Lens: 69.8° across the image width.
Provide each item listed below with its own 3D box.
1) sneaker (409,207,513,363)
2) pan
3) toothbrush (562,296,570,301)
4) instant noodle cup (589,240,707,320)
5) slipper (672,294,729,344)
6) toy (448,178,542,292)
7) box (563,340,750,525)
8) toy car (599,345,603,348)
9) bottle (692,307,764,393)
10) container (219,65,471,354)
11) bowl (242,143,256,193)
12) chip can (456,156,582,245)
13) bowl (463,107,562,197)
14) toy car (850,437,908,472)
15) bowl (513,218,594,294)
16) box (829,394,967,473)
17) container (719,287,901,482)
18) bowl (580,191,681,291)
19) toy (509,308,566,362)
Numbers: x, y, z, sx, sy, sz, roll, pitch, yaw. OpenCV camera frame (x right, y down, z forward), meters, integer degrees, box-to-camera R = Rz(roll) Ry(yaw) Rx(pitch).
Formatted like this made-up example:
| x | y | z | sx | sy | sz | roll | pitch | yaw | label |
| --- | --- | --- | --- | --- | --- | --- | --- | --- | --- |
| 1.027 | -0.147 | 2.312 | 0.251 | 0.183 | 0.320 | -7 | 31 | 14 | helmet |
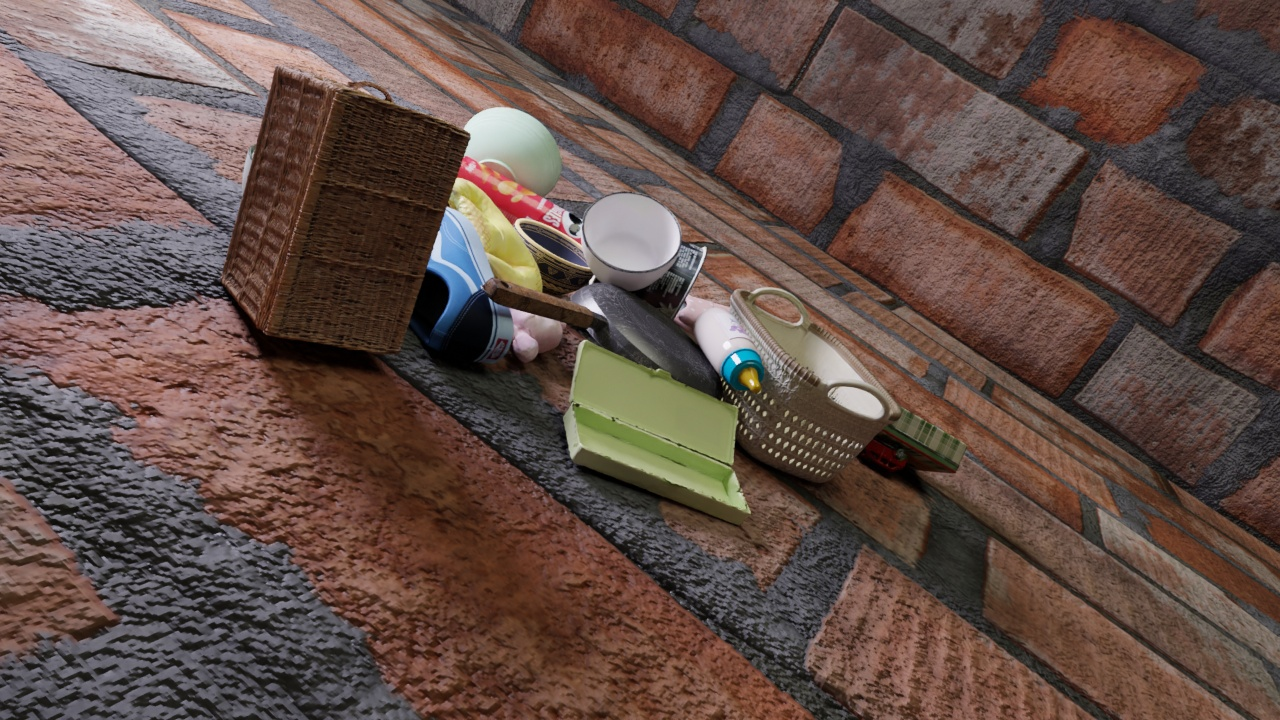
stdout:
| x | y | z | sx | sy | sz | roll | pitch | yaw | label |
| --- | --- | --- | --- | --- | --- | --- | --- | --- | --- |
| -0.205 | -0.090 | 0.871 | 0.098 | 0.083 | 0.241 | 15 | 27 | -41 | sneaker |
| -0.029 | -0.035 | 0.936 | 0.356 | 0.040 | 0.207 | 21 | 24 | -54 | pan |
| -0.074 | -0.082 | 1.163 | 0.016 | 0.017 | 0.180 | 37 | 17 | 4 | toothbrush |
| 0.004 | -0.110 | 1.163 | 0.112 | 0.137 | 0.137 | 29 | 19 | -7 | instant noodle cup |
| 0.132 | -0.038 | 1.316 | 0.274 | 0.054 | 0.114 | 28 | 18 | -13 | slipper |
| -0.161 | -0.123 | 1.004 | 0.170 | 0.064 | 0.155 | 60 | 2 | 19 | toy |
| 0.016 | 0.069 | 0.847 | 0.187 | 0.044 | 0.140 | 23 | 46 | -27 | box |
| -0.006 | 0.006 | 1.012 | 0.046 | 0.034 | 0.112 | 17 | 23 | -38 | toy car |
| 0.100 | -0.006 | 0.991 | 0.051 | 0.051 | 0.146 | 22 | 22 | -28 | bottle |
| -0.232 | -0.115 | 0.706 | 0.113 | 0.199 | 0.113 | 8 | 19 | -48 | container |
| -0.296 | -0.133 | 0.847 | 0.153 | 0.073 | 0.153 | 29 | 18 | -10 | bowl |
| -0.148 | -0.189 | 1.234 | 0.233 | 0.073 | 0.073 | 28 | 19 | -8 | chip can |
| -0.192 | -0.268 | 1.280 | 0.151 | 0.151 | 0.076 | 29 | 43 | -10 | bowl |
| 0.309 | 0.116 | 1.217 | 0.091 | 0.036 | 0.042 | 33 | -10 | 0 | toy car |
| -0.114 | -0.116 | 1.110 | 0.112 | 0.061 | 0.112 | 28 | 19 | -11 | bowl |
| 0.329 | 0.088 | 1.248 | 0.205 | 0.050 | 0.118 | 28 | -7 | -11 | box |
| 0.178 | 0.027 | 1.080 | 0.184 | 0.143 | 0.246 | 24 | 20 | -24 | container |
| -0.015 | -0.132 | 1.063 | 0.116 | 0.066 | 0.116 | 5 | 61 | -9 | bowl |
| -0.114 | -0.029 | 0.915 | 0.063 | 0.047 | 0.109 | 32 | 28 | 10 | toy |
